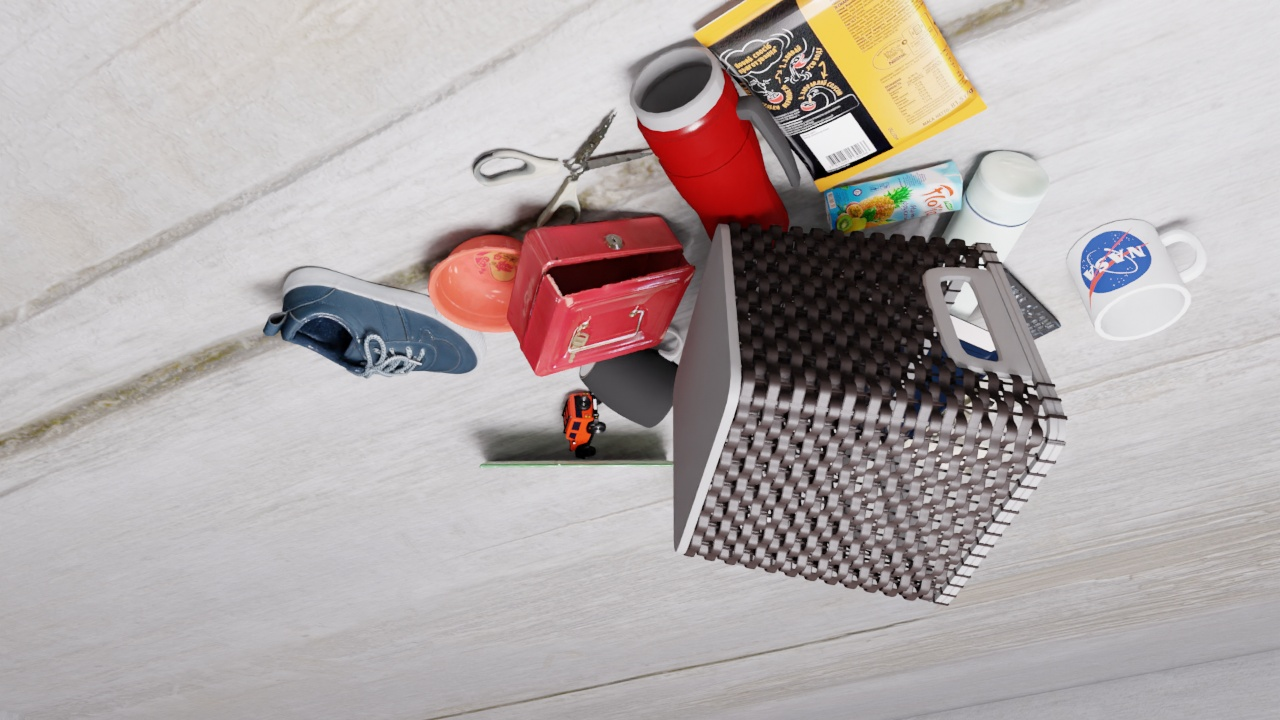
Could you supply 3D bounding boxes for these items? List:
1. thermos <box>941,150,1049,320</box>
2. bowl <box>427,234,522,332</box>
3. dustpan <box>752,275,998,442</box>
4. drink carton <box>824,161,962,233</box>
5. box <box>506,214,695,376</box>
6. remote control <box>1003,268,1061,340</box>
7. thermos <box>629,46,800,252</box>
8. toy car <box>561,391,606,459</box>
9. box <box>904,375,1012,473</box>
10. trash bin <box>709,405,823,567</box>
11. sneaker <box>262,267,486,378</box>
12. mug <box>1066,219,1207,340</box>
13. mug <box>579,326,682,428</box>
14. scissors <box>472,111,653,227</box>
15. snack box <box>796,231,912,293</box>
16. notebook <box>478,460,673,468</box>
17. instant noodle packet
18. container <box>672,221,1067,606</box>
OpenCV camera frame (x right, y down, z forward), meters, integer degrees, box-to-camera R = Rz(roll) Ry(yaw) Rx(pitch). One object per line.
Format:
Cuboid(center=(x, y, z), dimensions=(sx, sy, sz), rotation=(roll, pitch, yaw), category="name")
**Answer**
Cuboid(center=(0.332, -0.105, 0.932), dimensions=(0.068, 0.067, 0.231), rotation=(1, 145, -7), category="thermos")
Cuboid(center=(-0.148, -0.085, 0.931), dimensions=(0.130, 0.045, 0.131), rotation=(-3, 144, -2), category="bowl")
Cuboid(center=(0.227, 0.031, 1.009), dimensions=(0.236, 0.080, 0.274), rotation=(18, 151, -28), category="dustpan")
Cuboid(center=(0.243, -0.154, 0.879), dimensions=(0.129, 0.038, 0.044), rotation=(-11, 143, 10), category="drink carton")
Cuboid(center=(-0.040, -0.064, 0.890), dimensions=(0.157, 0.087, 0.129), rotation=(-14, 143, -32), category="box")
Cuboid(center=(0.423, -0.063, 1.037), dimensions=(0.047, 0.022, 0.150), rotation=(-31, 138, 31), category="remote control")
Cuboid(center=(0.076, -0.173, 0.794), dimensions=(0.108, 0.083, 0.198), rotation=(-2, 150, 27), category="thermos")
Cuboid(center=(-0.075, 0.080, 1.160), dimensions=(0.048, 0.051, 0.100), rotation=(3, 143, -15), category="toy car")
Cuboid(center=(0.384, 0.094, 1.088), dimensions=(0.105, 0.186, 0.144), rotation=(29, 141, -16), category="box")
Cuboid(center=(0.152, 0.151, 1.167), dimensions=(0.156, 0.183, 0.157), rotation=(-3, 144, -2), category="trash bin")
Cuboid(center=(-0.272, -0.021, 0.970), dimensions=(0.235, 0.087, 0.089), rotation=(19, 138, -28), category="sneaker")
Cuboid(center=(0.518, -0.090, 0.950), dimensions=(0.122, 0.090, 0.091), rotation=(-30, 137, 31), category="mug")
Cuboid(center=(-0.006, 0.006, 1.053), dimensions=(0.100, 0.085, 0.119), rotation=(28, 104, -19), category="mug")
Cuboid(center=(-0.075, -0.171, 0.848), dimensions=(0.157, 0.012, 0.172), rotation=(5, 143, -13), category="scissors")
Cuboid(center=(0.228, -0.084, 0.946), dimensions=(0.121, 0.072, 0.072), rotation=(13, 141, -20), category="snack box")
Cuboid(center=(-0.078, 0.136, 1.196), dimensions=(0.252, 0.010, 0.182), rotation=(0, 174, -6), category="notebook")
Cuboid(center=(0.172, -0.238, 0.761), dimensions=(0.160, 0.032, 0.220), rotation=(-24, 140, 29), category="instant noodle packet")
Cuboid(center=(0.169, 0.040, 0.807), dimensions=(0.243, 0.246, 0.246), rotation=(8, 133, -5), category="container")
